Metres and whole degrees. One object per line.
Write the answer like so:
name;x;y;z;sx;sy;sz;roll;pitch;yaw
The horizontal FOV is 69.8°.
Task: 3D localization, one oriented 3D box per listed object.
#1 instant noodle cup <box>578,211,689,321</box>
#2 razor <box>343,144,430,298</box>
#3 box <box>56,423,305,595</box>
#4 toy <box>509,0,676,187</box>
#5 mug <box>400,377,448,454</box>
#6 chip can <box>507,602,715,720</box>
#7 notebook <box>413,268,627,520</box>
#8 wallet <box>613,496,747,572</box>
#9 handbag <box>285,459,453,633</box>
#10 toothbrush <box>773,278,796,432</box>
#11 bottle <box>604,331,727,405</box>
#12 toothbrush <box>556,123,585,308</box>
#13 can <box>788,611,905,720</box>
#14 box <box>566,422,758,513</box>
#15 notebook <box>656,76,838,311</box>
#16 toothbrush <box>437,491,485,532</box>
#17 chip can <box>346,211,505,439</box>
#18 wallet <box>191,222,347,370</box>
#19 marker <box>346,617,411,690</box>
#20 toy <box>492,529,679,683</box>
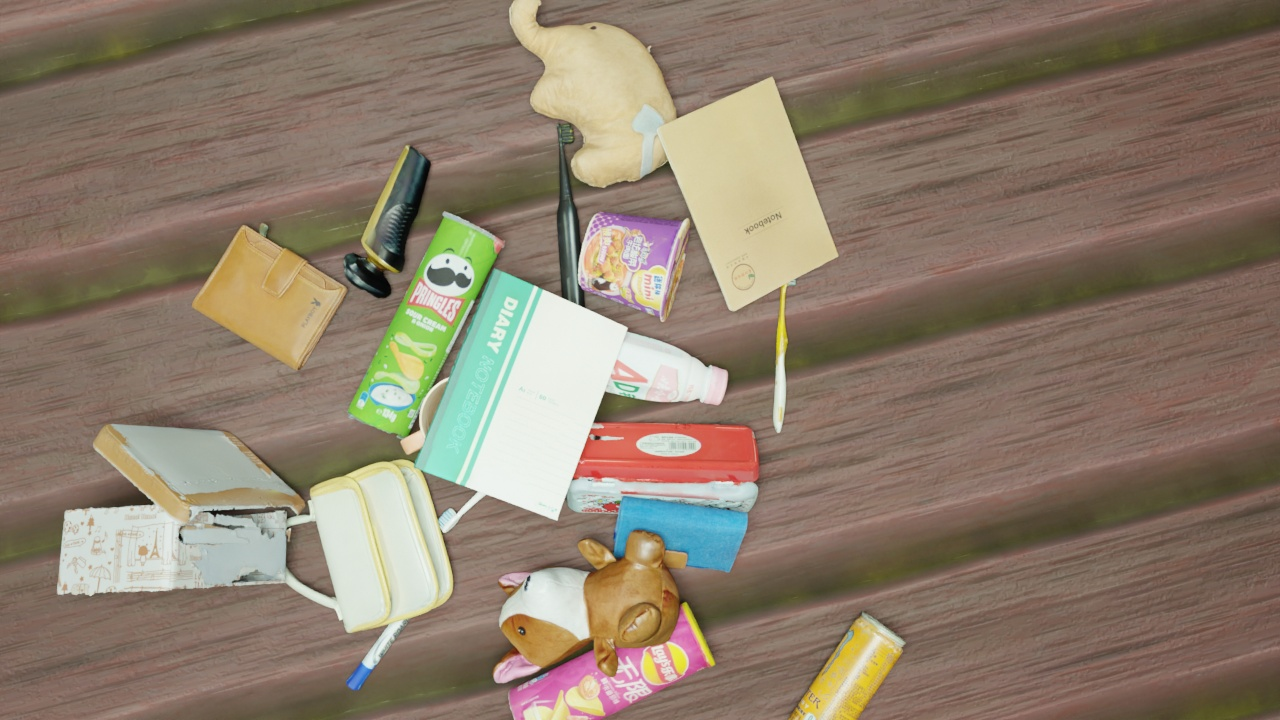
instant noodle cup;-0.008;-0.104;0.963;0.099;0.111;0.111;13;88;5
razor;-0.268;-0.151;0.980;0.068;0.062;0.167;15;82;29
box;-0.437;0.136;0.889;0.151;0.182;0.168;-7;77;13
toy;-0.047;-0.295;0.973;0.143;0.083;0.226;-31;88;-19
mug;-0.190;0.064;0.948;0.114;0.106;0.081;-29;90;-3
chip can;-0.031;0.334;0.969;0.210;0.071;0.071;-25;90;-2
notebook;-0.113;0.033;0.901;0.150;0.012;0.209;23;77;-17
wallet;0.039;0.184;0.965;0.133;0.107;0.040;8;52;-1
handbag;-0.302;0.202;0.960;0.179;0.063;0.163;-19;83;4
toothbrush;0.159;-0.016;1.011;0.018;0.016;0.191;3;88;-11
bottle;-0.006;0.006;0.978;0.197;0.068;0.068;14;88;-5
toothbrush;-0.078;-0.152;0.997;0.027;0.026;0.212;-3;89;3
can;0.222;0.347;0.986;0.058;0.058;0.146;35;88;-2
box;0.023;0.130;0.982;0.201;0.095;0.100;2;125;-2
notebook;0.118;-0.176;0.974;0.147;0.008;0.208;-28;104;-17
toothbrush;-0.133;0.108;0.991;0.221;0.027;0.026;-42;71;-2
chip can;-0.225;-0.035;0.966;0.072;0.072;0.236;26;89;-2
wallet;-0.391;-0.073;0.981;0.130;0.035;0.119;31;94;-2
marker;-0.266;0.291;0.987;0.017;0.017;0.145;36;88;-2
toy;-0.064;0.250;0.930;0.200;0.139;0.130;-17;133;24
